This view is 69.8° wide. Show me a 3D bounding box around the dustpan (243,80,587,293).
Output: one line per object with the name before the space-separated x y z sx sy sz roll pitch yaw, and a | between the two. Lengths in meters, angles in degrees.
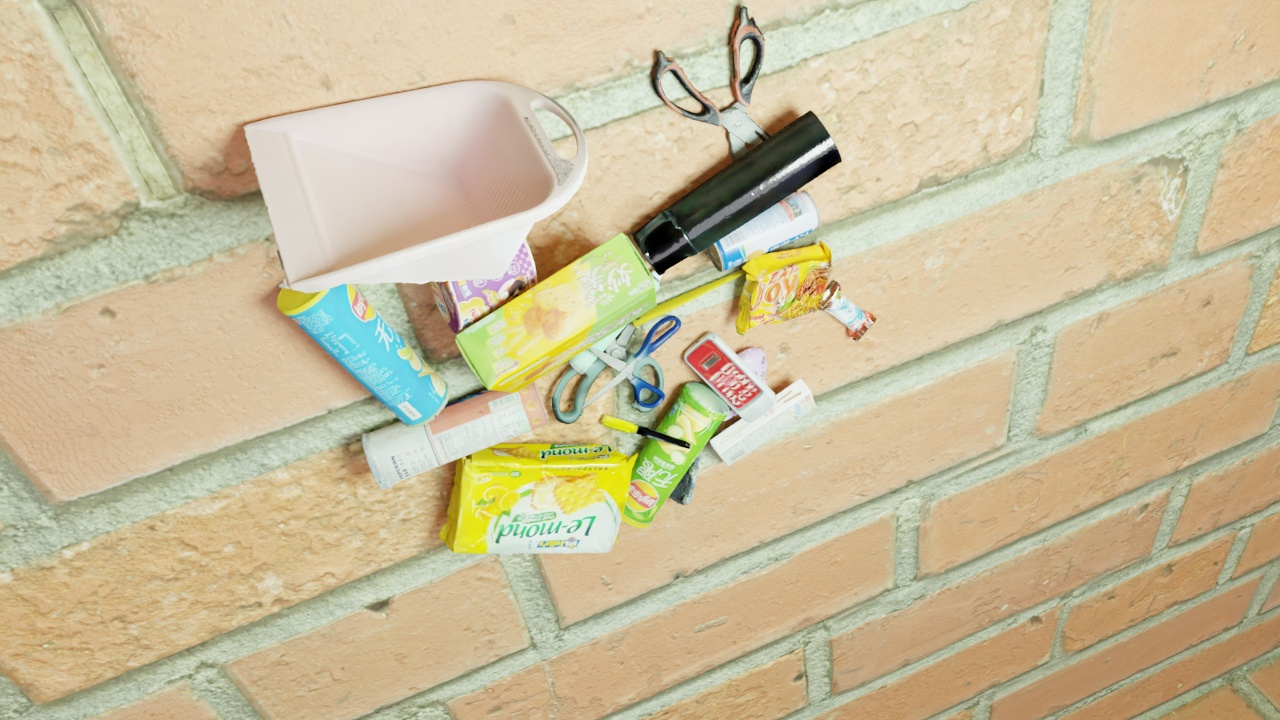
dustpan | -0.195 -0.182 0.827 0.272 0.222 0.139 -1 139 -40

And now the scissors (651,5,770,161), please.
scissors | 0.098 -0.280 1.011 0.188 0.015 0.227 -8 129 -19

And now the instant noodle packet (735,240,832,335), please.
instant noodle packet | 0.181 -0.091 1.164 0.128 0.044 0.111 -16 136 -23

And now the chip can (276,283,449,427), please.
chip can | -0.295 -0.014 0.999 0.071 0.071 0.210 -34 133 2

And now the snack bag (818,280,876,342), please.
snack bag | 0.281 -0.066 1.255 0.104 0.026 0.048 35 93 -40

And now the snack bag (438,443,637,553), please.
snack bag | -0.133 0.177 1.204 0.246 0.068 0.158 3 121 -16

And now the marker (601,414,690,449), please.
marker | 0.007 0.096 1.212 0.124 0.015 0.018 17 159 10

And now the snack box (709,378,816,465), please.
snack box | 0.175 0.090 1.305 0.157 0.027 0.085 -35 157 2

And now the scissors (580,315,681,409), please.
scissors | -0.007 0.008 1.149 0.162 0.012 0.173 -54 140 2

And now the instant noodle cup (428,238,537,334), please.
instant noodle cup | -0.170 -0.095 0.975 0.099 0.111 0.112 -21 131 -19

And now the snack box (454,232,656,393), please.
snack box | -0.085 -0.046 1.014 0.210 0.070 0.157 -31 176 0

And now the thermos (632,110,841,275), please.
thermos | 0.104 -0.187 1.031 0.243 0.068 0.090 -33 166 8

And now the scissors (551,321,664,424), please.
scissors | -0.048 0.026 1.174 0.181 0.019 0.170 -30 131 -6

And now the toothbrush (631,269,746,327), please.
toothbrush | 0.075 -0.083 1.149 0.190 0.015 0.017 -25 138 -9

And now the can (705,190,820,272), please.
can | 0.146 -0.156 1.104 0.134 0.053 0.053 -24 132 -6

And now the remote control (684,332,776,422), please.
remote control | 0.119 0.024 1.212 0.056 0.020 0.136 -40 105 20

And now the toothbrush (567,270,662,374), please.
toothbrush | -0.007 -0.073 1.108 0.027 0.026 0.224 42 95 0

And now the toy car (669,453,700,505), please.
toy car | 0.063 0.167 1.325 0.034 0.043 0.091 -31 138 -49

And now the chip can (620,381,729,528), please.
chip can | 0.038 0.130 1.262 0.072 0.072 0.222 18 116 -34

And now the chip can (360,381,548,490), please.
chip can | -0.221 0.083 1.106 0.214 0.071 0.071 -21 131 -9

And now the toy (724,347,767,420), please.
toy | 0.144 0.029 1.254 0.083 0.039 0.108 -22 133 -21
